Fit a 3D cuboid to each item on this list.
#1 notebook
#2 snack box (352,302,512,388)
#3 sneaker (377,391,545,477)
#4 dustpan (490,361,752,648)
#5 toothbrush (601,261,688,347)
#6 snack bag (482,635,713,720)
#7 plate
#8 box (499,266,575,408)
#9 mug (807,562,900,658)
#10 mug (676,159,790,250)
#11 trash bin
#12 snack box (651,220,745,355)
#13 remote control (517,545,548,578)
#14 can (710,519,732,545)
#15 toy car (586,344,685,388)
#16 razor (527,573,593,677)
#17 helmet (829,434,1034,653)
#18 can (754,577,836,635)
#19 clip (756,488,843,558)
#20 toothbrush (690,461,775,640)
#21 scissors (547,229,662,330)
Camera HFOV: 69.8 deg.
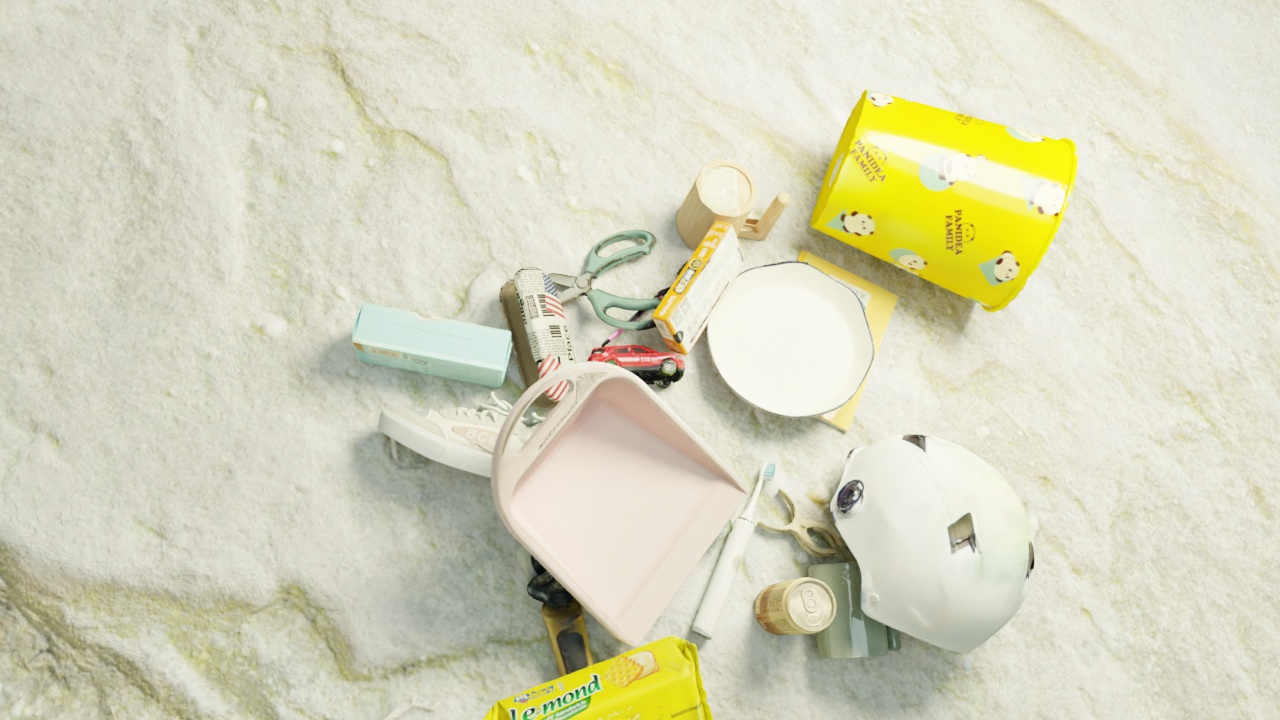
[{"bbox_3d":[0.236,-0.028,1.180,0.146,0.010,0.206,26,70,-2],"label":"notebook"},{"bbox_3d":[-0.237,-0.016,1.053,0.175,0.074,0.051,12,72,-7],"label":"snack box"},{"bbox_3d":[-0.167,0.082,1.025,0.242,0.089,0.090,20,86,-8],"label":"sneaker"},{"bbox_3d":[-0.025,0.138,0.941,0.273,0.139,0.222,37,73,-2],"label":"dustpan"},{"bbox_3d":[0.012,-0.072,1.131,0.018,0.014,0.188,39,57,15],"label":"toothbrush"},{"bbox_3d":[-0.032,0.395,0.942,0.246,0.068,0.158,-16,100,-15],"label":"snack bag"},{"bbox_3d":[0.183,-0.022,1.136,0.205,0.046,0.204,1,68,-2],"label":"plate"},{"bbox_3d":[-0.115,-0.029,1.065,0.076,0.087,0.163,-13,84,-7],"label":"box"},{"bbox_3d":[0.253,0.286,1.056,0.123,0.084,0.103,9,71,-34],"label":"mug"},{"bbox_3d":[0.116,-0.190,1.158,0.124,0.104,0.084,9,71,-8],"label":"mug"},{"bbox_3d":[0.368,-0.211,1.157,0.255,0.230,0.229,20,70,2],"label":"trash bin"},{"bbox_3d":[0.073,-0.087,1.100,0.026,0.075,0.153,21,67,32],"label":"snack box"},{"bbox_3d":[-0.070,0.189,1.030,0.149,0.058,0.021,-35,51,-18],"label":"remote control"},{"bbox_3d":[0.029,0.204,1.043,0.146,0.058,0.058,-25,79,-17],"label":"can"},{"bbox_3d":[-0.006,0.006,1.101,0.120,0.053,0.045,2,68,-8],"label":"toy car"},{"bbox_3d":[-0.075,0.310,0.992,0.062,0.068,0.167,-13,82,-14],"label":"razor"},{"bbox_3d":[0.340,0.181,1.018,0.229,0.146,0.258,26,45,-26],"label":"helmet"},{"bbox_3d":[0.170,0.274,1.017,0.058,0.116,0.058,3,73,-10],"label":"can"},{"bbox_3d":[0.190,0.204,1.088,0.099,0.034,0.066,31,71,5],"label":"clip"},{"bbox_3d":[0.112,0.217,1.072,0.026,0.027,0.220,9,65,37],"label":"toothbrush"},{"bbox_3d":[-0.027,-0.089,1.120,0.170,0.019,0.181,-33,60,-18],"label":"scissors"}]
